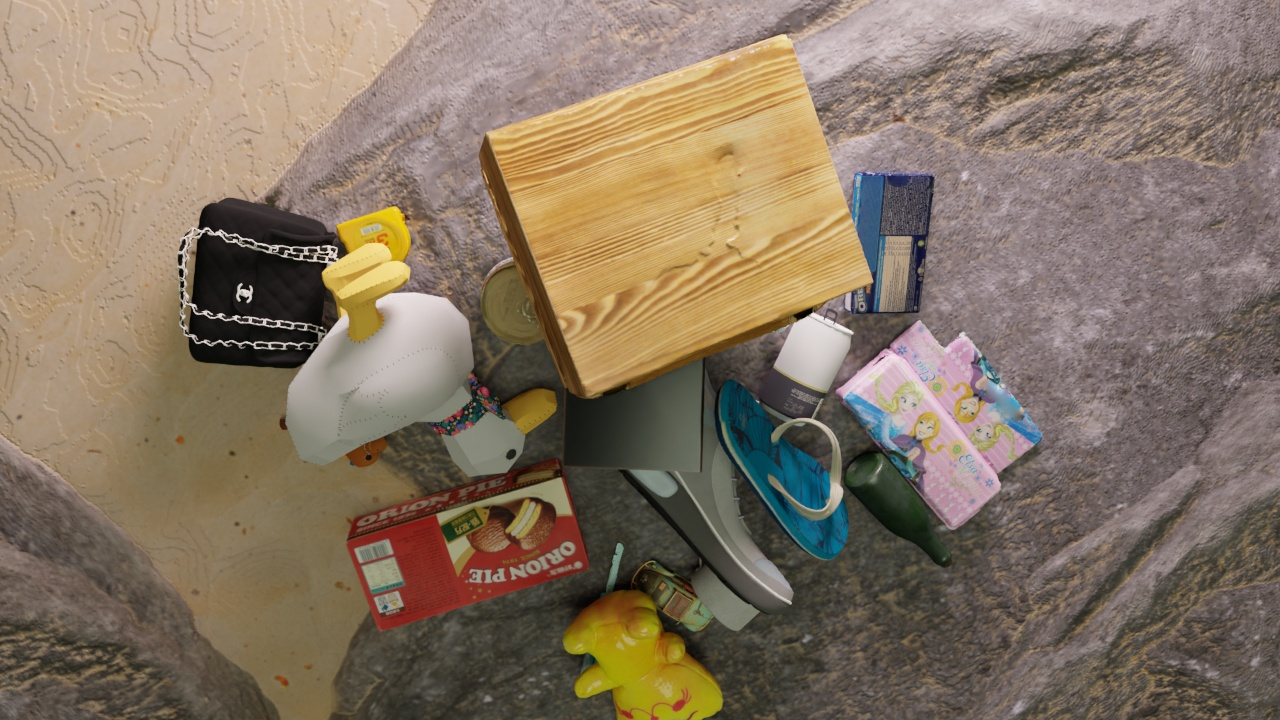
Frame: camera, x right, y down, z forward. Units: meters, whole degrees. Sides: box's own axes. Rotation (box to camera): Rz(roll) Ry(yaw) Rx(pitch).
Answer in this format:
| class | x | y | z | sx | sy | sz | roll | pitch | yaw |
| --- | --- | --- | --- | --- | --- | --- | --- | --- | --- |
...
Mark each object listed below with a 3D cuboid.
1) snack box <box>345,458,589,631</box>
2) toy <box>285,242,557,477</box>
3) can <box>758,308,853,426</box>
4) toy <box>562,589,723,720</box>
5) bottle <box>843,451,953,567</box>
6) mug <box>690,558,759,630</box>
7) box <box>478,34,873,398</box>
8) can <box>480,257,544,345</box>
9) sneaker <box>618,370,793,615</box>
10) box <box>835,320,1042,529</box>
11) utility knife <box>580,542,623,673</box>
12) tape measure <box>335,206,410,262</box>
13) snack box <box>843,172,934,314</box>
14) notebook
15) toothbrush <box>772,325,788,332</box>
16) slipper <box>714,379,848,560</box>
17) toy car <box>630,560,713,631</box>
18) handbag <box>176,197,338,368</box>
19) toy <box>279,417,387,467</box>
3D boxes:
| class | x | y | z | sx | sy | sz | roll | pitch | yaw |
| --- | --- | --- | --- | --- | --- | --- | --- | --- | --- |
| snack box | -0.182 | 0.197 | 0.988 | 0.236 | 0.060 | 0.113 | -16 | 107 | -4 |
| toy | -0.218 | 0.024 | 0.889 | 0.246 | 0.141 | 0.268 | -30 | 121 | -16 |
| can | 0.180 | 0.003 | 0.987 | 0.064 | 0.064 | 0.127 | 22 | 101 | -14 |
| toy | -0.002 | 0.344 | 1.038 | 0.135 | 0.087 | 0.194 | -26 | 116 | 14 |
| bottle | 0.307 | 0.180 | 1.062 | 0.055 | 0.055 | 0.174 | -43 | 108 | 4 |
| mug | 0.098 | 0.242 | 1.039 | 0.070 | 0.084 | 0.113 | -45 | 78 | 7 |
| box | 0.027 | -0.115 | 0.830 | 0.279 | 0.176 | 0.247 | -22 | 94 | -13 |
| can | -0.120 | -0.062 | 0.935 | 0.086 | 0.043 | 0.086 | -2 | 106 | -8 |
| sneaker | 0.098 | 0.131 | 0.968 | 0.160 | 0.093 | 0.256 | -44 | 81 | -5 |
| box | 0.350 | 0.067 | 1.048 | 0.159 | 0.035 | 0.230 | -42 | 108 | 4 |
| utility knife | -0.044 | 0.288 | 1.060 | 0.022 | 0.015 | 0.169 | 8 | 101 | -17 |
| tape measure | -0.257 | -0.117 | 0.906 | 0.068 | 0.030 | 0.059 | -18 | 107 | -1 |
| snack box | 0.265 | -0.125 | 0.984 | 0.082 | 0.027 | 0.150 | 1 | 104 | -7 |
| notebook | -0.006 | 0.005 | 0.928 | 0.141 | 0.008 | 0.209 | 2 | 88 | 6 |
| toothbrush | 0.051 | -0.049 | 0.973 | 0.222 | 0.027 | 0.027 | 7 | 61 | -10 |
| slipper | 0.167 | 0.119 | 0.950 | 0.060 | 0.118 | 0.295 | -13 | 138 | 32 |
| toy car | 0.042 | 0.275 | 1.051 | 0.112 | 0.047 | 0.047 | 34 | 94 | -16 |
| handbag | -0.356 | -0.066 | 0.862 | 0.125 | 0.114 | 0.154 | 9 | 100 | -12 |
| toy | -0.318 | 0.076 | 0.950 | 0.103 | 0.070 | 0.090 | -14 | 122 | 19 |
